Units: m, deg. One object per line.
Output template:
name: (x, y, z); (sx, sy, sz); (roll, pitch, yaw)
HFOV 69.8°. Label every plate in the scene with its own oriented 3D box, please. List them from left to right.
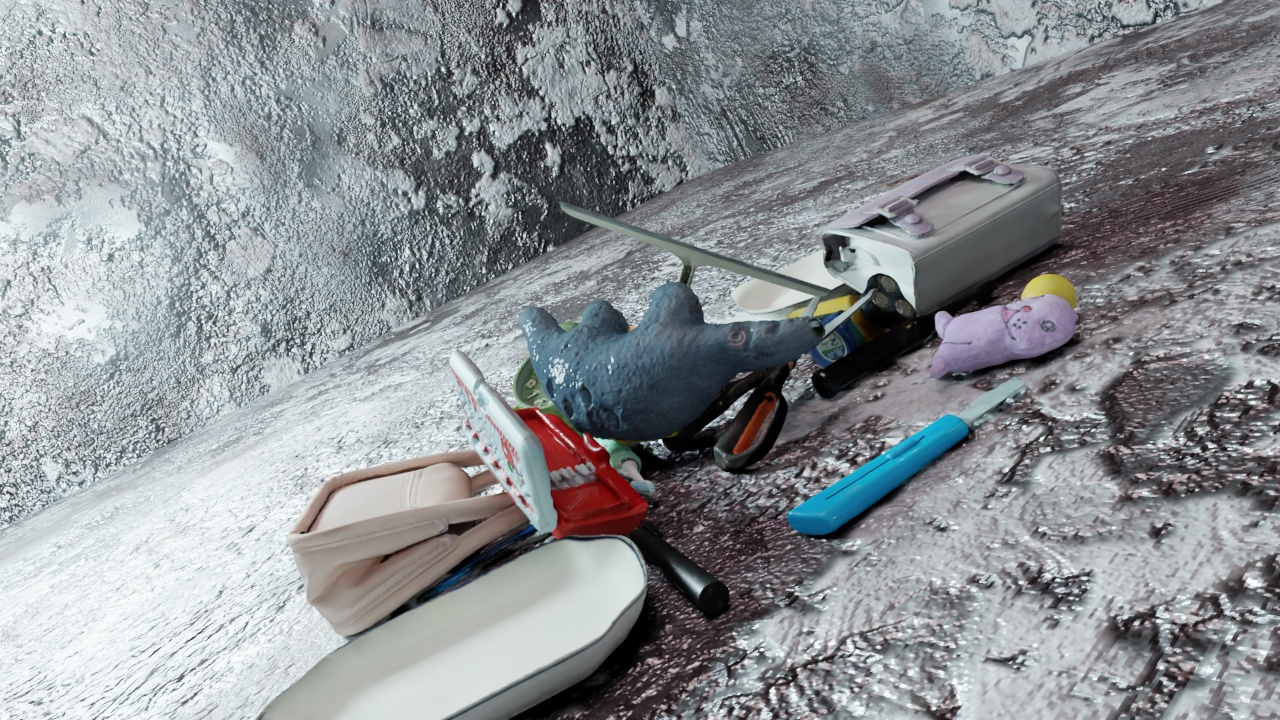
plate: (-0.113, 0.189, 0.565); (0.265, 0.034, 0.162); (-25, 14, -8)
plate: (0.192, -0.083, 1.046); (0.163, 0.034, 0.164); (-23, 16, 1)

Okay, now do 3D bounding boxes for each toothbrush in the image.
toothbrush: (-0.099, 0.148, 0.756); (0.189, 0.016, 0.014); (-31, 18, -18)
toothbrush: (-0.019, 0.087, 0.817); (0.027, 0.026, 0.224); (12, 6, -16)
toothbrush: (0.240, -0.024, 0.814); (0.212, 0.027, 0.026); (-27, 58, -21)

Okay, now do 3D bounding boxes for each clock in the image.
clock: (-0.070, 0.015, 0.984); (0.116, 0.056, 0.161); (18, 63, 43)

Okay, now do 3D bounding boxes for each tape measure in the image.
tape measure: (0.175, -0.017, 0.829); (0.025, 0.054, 0.058); (-34, 7, -33)

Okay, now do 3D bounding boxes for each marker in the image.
marker: (0.022, 0.131, 0.592); (0.020, 0.022, 0.132); (19, -1, -20)

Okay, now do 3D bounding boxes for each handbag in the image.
handbag: (-0.172, 0.130, 0.800); (0.234, 0.093, 0.193); (-20, 12, -8)
handbag: (0.299, -0.134, 0.922); (0.196, 0.098, 0.145); (-27, 30, -19)

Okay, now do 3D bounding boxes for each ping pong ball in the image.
ping pong ball: (0.325, -0.048, 0.730); (0.040, 0.040, 0.040); (-22, 14, 5)

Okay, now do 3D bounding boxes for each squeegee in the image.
squeegee: (0.032, -0.040, 0.897); (0.246, 0.247, 0.039); (18, 53, 3)

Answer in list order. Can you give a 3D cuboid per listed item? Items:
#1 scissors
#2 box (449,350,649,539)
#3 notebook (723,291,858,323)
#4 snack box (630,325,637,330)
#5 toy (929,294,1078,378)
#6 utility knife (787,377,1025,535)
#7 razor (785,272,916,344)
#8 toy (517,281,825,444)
scissors: (0.103, 0.016, 0.787); (0.231, 0.021, 0.220); (-29, 22, 32)
box: (-0.080, 0.060, 0.726); (0.112, 0.100, 0.201); (-8, 22, -26)
notebook: (0.130, -0.035, 1.064); (0.208, 0.012, 0.150); (-30, 16, -23)
snack box: (-0.048, 0.007, 1.098); (0.113, 0.044, 0.127); (-42, 22, -31)
toy: (0.278, -0.022, 0.704); (0.108, 0.039, 0.083); (-17, 32, 29)
utility knife: (0.185, 0.058, 0.608); (0.209, 0.018, 0.034); (-28, 14, -23)
razor: (0.198, -0.045, 0.900); (0.062, 0.067, 0.168); (14, -8, -22)
toy: (-0.005, 0.005, 0.812); (0.357, 0.091, 0.137); (0, 63, 42)
